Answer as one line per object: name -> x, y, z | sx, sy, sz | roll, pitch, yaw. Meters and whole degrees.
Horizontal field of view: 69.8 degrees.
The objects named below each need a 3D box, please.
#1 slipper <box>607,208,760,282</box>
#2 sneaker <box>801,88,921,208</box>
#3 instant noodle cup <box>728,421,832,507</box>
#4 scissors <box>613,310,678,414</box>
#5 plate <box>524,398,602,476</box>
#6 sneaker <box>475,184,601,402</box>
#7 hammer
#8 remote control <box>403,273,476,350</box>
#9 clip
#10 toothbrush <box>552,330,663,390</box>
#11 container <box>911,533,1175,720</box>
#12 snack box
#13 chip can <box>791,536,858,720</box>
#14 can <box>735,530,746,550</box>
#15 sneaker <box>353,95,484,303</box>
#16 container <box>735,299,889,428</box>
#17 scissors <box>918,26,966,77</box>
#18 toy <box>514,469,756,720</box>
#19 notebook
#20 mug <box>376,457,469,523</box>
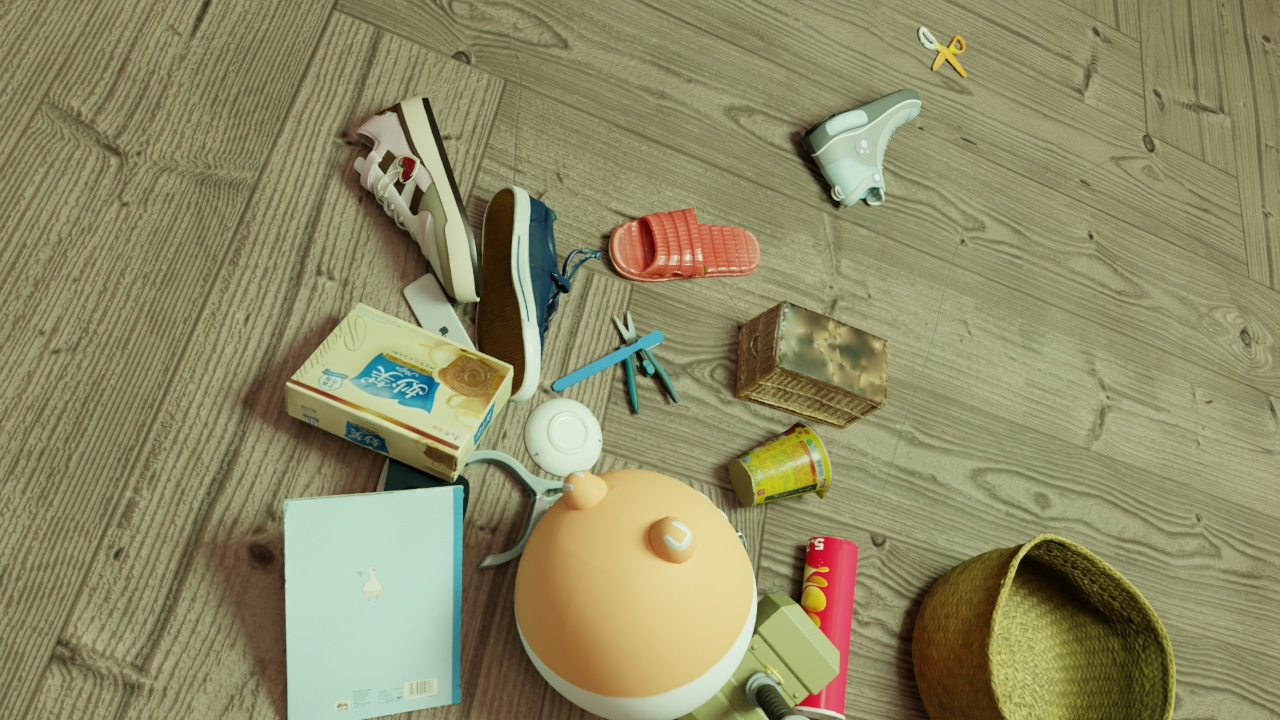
slipper -> 0.072, -0.167, 1.317 | 0.248, 0.059, 0.103 | -4, 72, -26
sneaker -> 0.391, -0.344, 1.511 | 0.256, 0.093, 0.160 | -24, 90, -30
instant noodle cup -> 0.182, 0.144, 1.228 | 0.112, 0.100, 0.100 | -16, 77, -18
scissors -> 0.000, 0.010, 1.241 | 0.151, 0.019, 0.118 | 37, 64, 0
plate -> -0.093, 0.094, 1.164 | 0.104, 0.026, 0.104 | 8, 67, -21
sneaker -> -0.132, -0.080, 1.185 | 0.127, 0.121, 0.294 | 19, 59, -41
hammer -> 0.141, 0.365, 0.966 | 0.190, 0.325, 0.100 | -41, 89, -6
remote control -> -0.245, -0.038, 1.147 | 0.045, 0.008, 0.146 | -31, 83, 7
clip -> -0.168, 0.153, 1.109 | 0.168, 0.031, 0.164 | -39, 90, -30
toothbrush -> -0.042, 0.002, 1.217 | 0.166, 0.014, 0.016 | -27, 76, -16
container -> 0.512, 0.400, 1.205 | 0.306, 0.197, 0.306 | 9, 66, -21
snack box -> -0.269, 0.033, 1.045 | 0.207, 0.055, 0.152 | 22, 44, 4
chip can -> 0.238, 0.343, 1.183 | 0.069, 0.069, 0.220 | 19, 64, -15
can -> 0.096, 0.246, 1.182 | 0.080, 0.032, 0.031 | -15, 77, -27
sneaker -> -0.285, -0.197, 1.156 | 0.116, 0.112, 0.293 | -18, 76, -8
container -> 0.243, 0.007, 1.290 | 0.198, 0.113, 0.113 | 17, 64, -17
scissors -> 0.565, -0.578, 1.710 | 0.131, 0.011, 0.125 | 38, 59, -3
toy -> -0.004, 0.241, 0.997 | 0.263, 0.281, 0.264 | 23, 50, 28
notebook -> -0.276, 0.259, 0.961 | 0.181, 0.009, 0.253 | -1, 101, -22
mug -> -0.242, 0.156, 1.022 | 0.094, 0.122, 0.085 | 15, 70, -19
